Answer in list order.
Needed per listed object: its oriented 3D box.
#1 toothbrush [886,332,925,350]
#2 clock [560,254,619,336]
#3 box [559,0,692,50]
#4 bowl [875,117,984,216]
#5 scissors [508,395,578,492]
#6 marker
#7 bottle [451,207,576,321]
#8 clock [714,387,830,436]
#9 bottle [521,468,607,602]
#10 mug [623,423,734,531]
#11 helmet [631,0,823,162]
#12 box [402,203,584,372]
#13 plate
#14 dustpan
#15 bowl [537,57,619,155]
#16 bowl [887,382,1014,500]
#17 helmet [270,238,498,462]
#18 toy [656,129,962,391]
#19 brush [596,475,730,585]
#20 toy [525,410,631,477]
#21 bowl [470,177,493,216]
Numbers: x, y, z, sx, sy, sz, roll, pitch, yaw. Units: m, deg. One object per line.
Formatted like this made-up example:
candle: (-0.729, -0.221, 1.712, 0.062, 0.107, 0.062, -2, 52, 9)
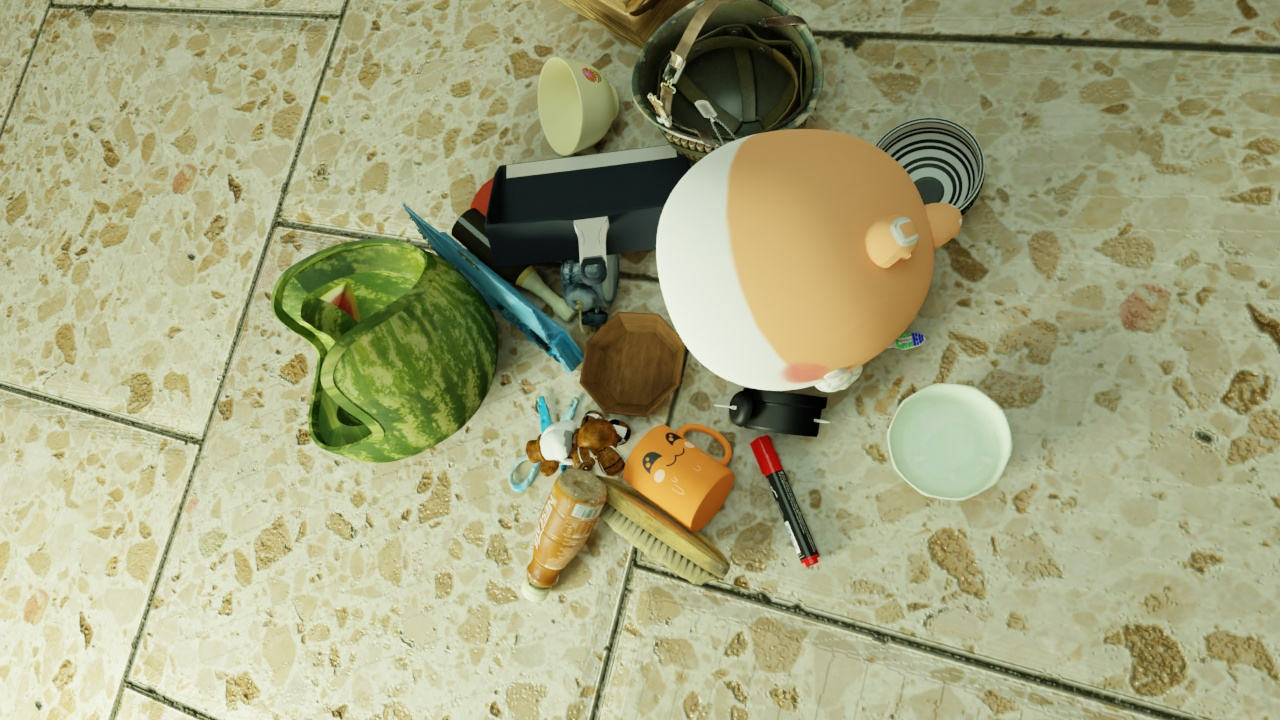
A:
toothbrush: (0.216, -0.007, 1.005, 0.187, 0.016, 0.015, -11, 73, 17)
clock: (-0.062, -0.091, 1.089, 0.052, 0.090, 0.129, 4, 72, 15)
box: (-0.006, -0.575, 1.125, 0.258, 0.220, 0.279, 38, 90, 22)
bowl: (0.307, -0.192, 0.989, 0.120, 0.066, 0.120, -5, 75, 19)
scissors: (-0.097, 0.107, 1.096, 0.127, 0.012, 0.137, 27, 85, 24)
marker: (0.155, 0.151, 0.985, 0.024, 0.021, 0.145, -35, 66, 33)
bottle: (-0.152, -0.113, 1.136, 0.184, 0.045, 0.045, 41, 93, 6)
clock: (0.139, 0.054, 0.978, 0.121, 0.091, 0.042, 7, 89, 8)
bottle: (-0.091, 0.199, 1.020, 0.059, 0.059, 0.167, 36, 117, 24)
mug: (0.053, 0.117, 1.009, 0.096, 0.078, 0.112, 34, 59, 24)
helmet: (0.095, -0.312, 1.001, 0.224, 0.236, 0.192, 32, 84, 42)
box: (-0.173, -0.087, 1.083, 0.231, 0.174, 0.033, 39, 82, 23)
plate: (-0.006, 0.006, 1.075, 0.131, 0.025, 0.131, -6, 72, 18)
dustpan: (-0.054, -0.169, 1.034, 0.236, 0.080, 0.272, -7, 55, 2)
bowl: (-0.070, -0.322, 1.153, 0.073, 0.118, 0.118, -15, 65, -29)
bowl: (0.311, 0.085, 0.921, 0.118, 0.061, 0.117, -5, 74, 19)
helmet: (-0.283, -0.006, 1.069, 0.242, 0.248, 0.213, -28, 47, -25)
toy: (0.159, -0.098, 0.905, 0.281, 0.262, 0.266, -12, 96, 39)
brush: (0.014, 0.185, 1.007, 0.195, 0.059, 0.043, 30, 99, 28)
toy: (-0.074, 0.097, 1.053, 0.113, 0.067, 0.087, -17, 38, 24)
bowl: (-0.174, -0.193, 1.185, 0.122, 0.035, 0.122, -5, 75, 19)
